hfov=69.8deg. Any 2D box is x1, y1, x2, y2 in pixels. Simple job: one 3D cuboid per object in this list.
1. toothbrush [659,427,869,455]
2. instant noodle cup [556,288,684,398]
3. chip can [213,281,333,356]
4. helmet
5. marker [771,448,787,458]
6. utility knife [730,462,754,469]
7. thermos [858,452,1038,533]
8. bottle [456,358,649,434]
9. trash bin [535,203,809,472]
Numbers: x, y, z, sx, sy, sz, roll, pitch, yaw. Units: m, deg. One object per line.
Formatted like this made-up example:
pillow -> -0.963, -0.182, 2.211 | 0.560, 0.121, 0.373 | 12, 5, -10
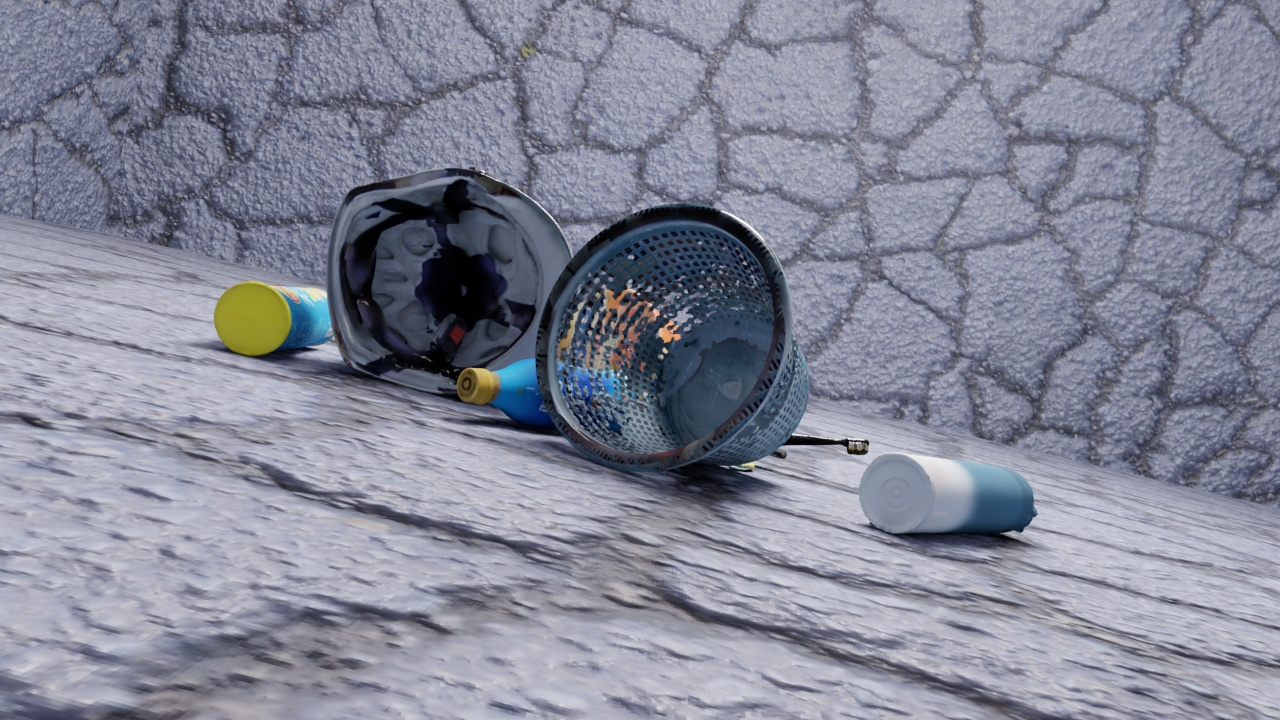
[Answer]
toothbrush -> 0.125, 0.079, 0.939 | 0.213, 0.026, 0.027 | 4, 40, 12
instant noodle cup -> -0.006, 0.006, 1.033 | 0.151, 0.151, 0.111 | 15, -5, 40
chip can -> -0.378, -0.046, 0.974 | 0.071, 0.071, 0.210 | 13, 2, -6
helmet -> -0.187, -0.080, 0.960 | 0.259, 0.229, 0.146 | -2, 5, 3
marker -> 0.122, 0.096, 1.102 | 0.124, 0.015, 0.018 | 19, 6, 38
utility knife -> 0.101, 0.095, 0.949 | 0.031, 0.018, 0.162 | 9, 0, 4
thermos -> 0.271, 0.117, 0.792 | 0.220, 0.070, 0.070 | 11, 3, -45
bottle -> -0.077, 0.033, 0.860 | 0.065, 0.065, 0.218 | 15, 4, 40
trash bin -> 0.053, 0.004, 0.813 | 0.227, 0.226, 0.195 | 15, -10, 31
